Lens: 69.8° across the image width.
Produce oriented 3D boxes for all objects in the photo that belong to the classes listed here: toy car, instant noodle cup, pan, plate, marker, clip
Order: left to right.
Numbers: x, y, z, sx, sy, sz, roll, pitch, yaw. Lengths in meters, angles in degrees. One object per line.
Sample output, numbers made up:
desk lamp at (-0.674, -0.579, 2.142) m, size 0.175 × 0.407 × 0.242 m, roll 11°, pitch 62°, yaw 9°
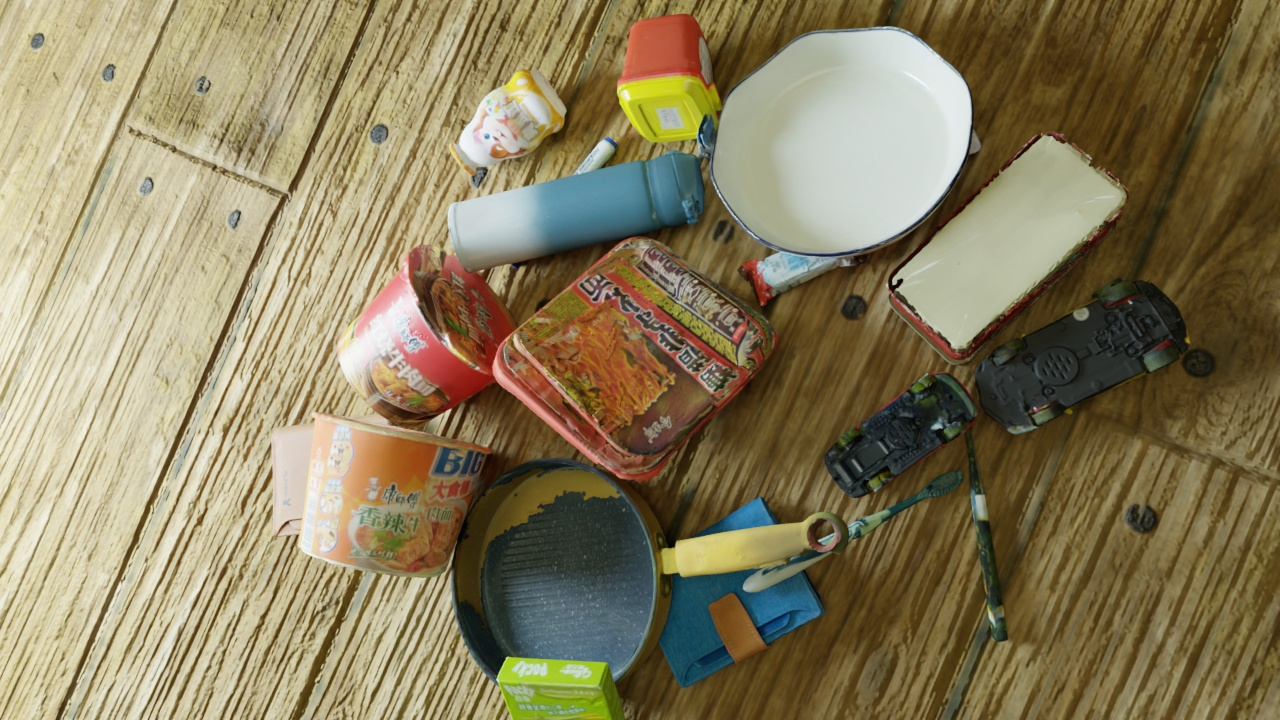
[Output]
instant noodle cup at (-0.210, 0.112, 0.764) m, size 0.151 × 0.151 × 0.111 m, roll 10°, pitch 83°, yaw 18°
instant noodle cup at (-0.185, -0.015, 0.800) m, size 0.109 × 0.137 × 0.138 m, roll -36°, pitch 73°, yaw 18°
marker at (-0.072, -0.144, 0.838) m, size 0.017 × 0.017 × 0.146 m, roll 42°, pitch 95°, yaw 18°
pan at (-0.005, 0.159, 0.709) m, size 0.358 × 0.078 × 0.197 m, roll -15°, pitch 75°, yaw 25°
instant noodle cup at (-0.004, 0.004, 0.739) m, size 0.164 × 0.079 × 0.188 m, roll 39°, pitch 64°, yaw 19°
clip at (0.056, -0.186, 0.784) m, size 0.028 × 0.057 × 0.024 m, roll 14°, pitch 73°, yaw 18°
plate at (0.159, -0.171, 0.739) m, size 0.205 × 0.045 × 0.204 m, roll -7°, pitch 70°, yaw 20°
toy car at (0.200, 0.057, 0.706) m, size 0.121 × 0.045 × 0.053 m, roll -38°, pitch 74°, yaw 16°
toy car at (0.323, -0.003, 0.680) m, size 0.156 × 0.041 × 0.071 m, roll -29°, pitch 74°, yaw 10°

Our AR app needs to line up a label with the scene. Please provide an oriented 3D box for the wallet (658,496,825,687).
wallet at (0.067, 0.187, 0.736) m, size 0.133 × 0.040 × 0.106 m, roll -32°, pitch 70°, yaw 11°

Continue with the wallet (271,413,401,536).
wallet at (-0.286, 0.108, 0.861) m, size 0.132 × 0.031 × 0.107 m, roll -8°, pitch 78°, yaw 17°

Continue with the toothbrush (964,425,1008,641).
toothbrush at (0.257, 0.117, 0.695) m, size 0.012 × 0.017 × 0.185 m, roll -11°, pitch 78°, yaw 28°

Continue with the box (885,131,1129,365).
box at (0.273, -0.082, 0.688) m, size 0.168 × 0.078 × 0.091 m, roll -44°, pitch 71°, yaw 7°

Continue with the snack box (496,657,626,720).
snack box at (-0.050, 0.295, 0.713) m, size 0.086 × 0.026 × 0.156 m, roll -4°, pitch 120°, yaw 18°

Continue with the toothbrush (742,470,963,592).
toothbrush at (0.163, 0.130, 0.703) m, size 0.191 × 0.018 × 0.016 m, roll -27°, pitch 68°, yaw -1°

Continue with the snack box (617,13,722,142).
snack box at (0.028, -0.242, 0.785) m, size 0.082 × 0.091 × 0.080 m, roll -1°, pitch 74°, yaw 17°

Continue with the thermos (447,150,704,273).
thermos at (-0.053, -0.130, 0.795) m, size 0.220 × 0.070 × 0.070 m, roll -12°, pitch 78°, yaw 7°

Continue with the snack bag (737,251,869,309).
snack bag at (0.134, -0.082, 0.759) m, size 0.105 × 0.026 × 0.045 m, roll -24°, pitch 66°, yaw 12°

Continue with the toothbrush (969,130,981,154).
toothbrush at (0.185, -0.141, 0.757) m, size 0.189 × 0.021 × 0.029 m, roll -24°, pitch 37°, yaw 14°

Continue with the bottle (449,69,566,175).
bottle at (-0.123, -0.215, 0.841) m, size 0.108 × 0.063 × 0.063 m, roll -34°, pitch 73°, yaw 10°
